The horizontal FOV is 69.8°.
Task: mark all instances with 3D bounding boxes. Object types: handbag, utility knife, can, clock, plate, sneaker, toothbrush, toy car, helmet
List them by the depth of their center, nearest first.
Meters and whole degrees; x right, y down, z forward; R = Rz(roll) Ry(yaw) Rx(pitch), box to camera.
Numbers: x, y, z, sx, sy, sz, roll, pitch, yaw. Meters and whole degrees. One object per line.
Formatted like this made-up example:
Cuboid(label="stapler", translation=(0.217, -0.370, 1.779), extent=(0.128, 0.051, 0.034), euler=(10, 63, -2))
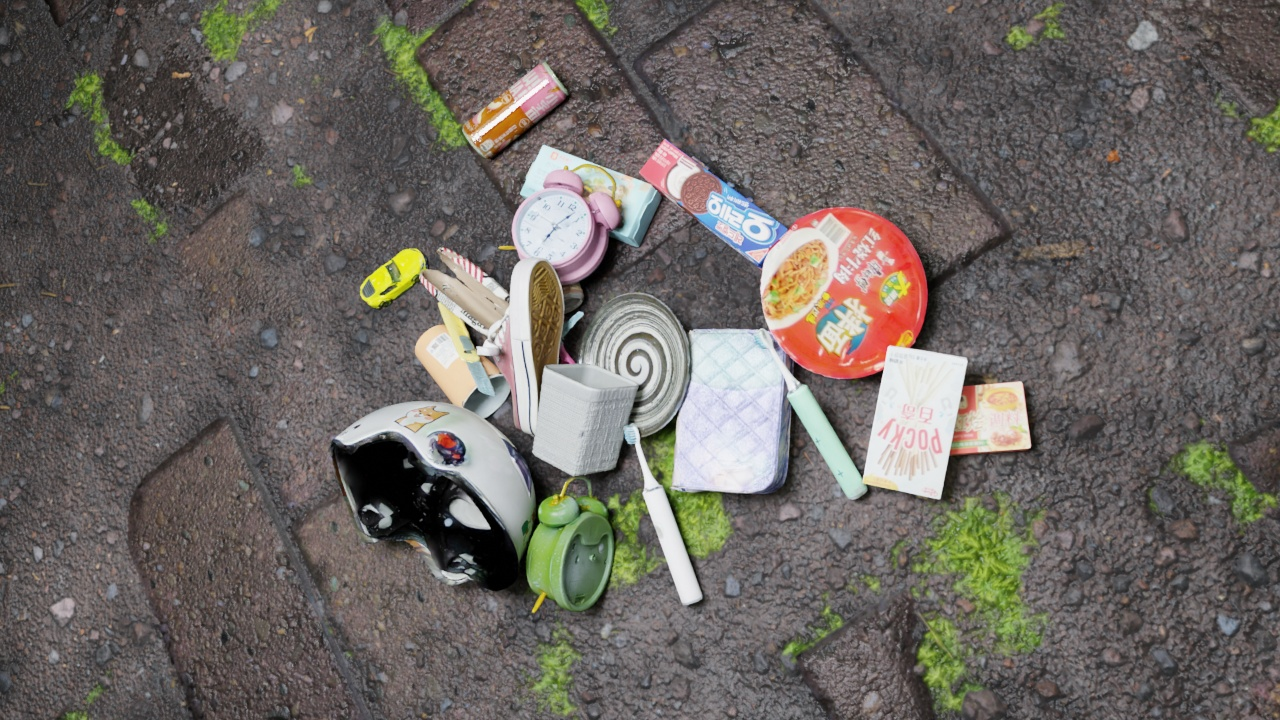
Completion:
Cuboid(label="toothbrush", translation=(0.190, 0.060, 1.025), extent=(0.026, 0.027, 0.224), euler=(-38, 101, -35))
Cuboid(label="handbag", translation=(0.108, 0.062, 1.077), extent=(0.134, 0.075, 0.193), euler=(2, 79, 22))
Cuboid(label="clock", translation=(-0.081, 0.217, 1.085), extent=(0.056, 0.116, 0.161), euler=(6, 84, 28))
Cuboid(label="toothbrush", translation=(0.024, 0.180, 1.087), extent=(0.027, 0.026, 0.221), euler=(-27, 80, 46))
Cuboid(label="helmet", translation=(-0.231, 0.144, 1.113), extent=(0.274, 0.230, 0.156), euler=(17, 44, 18))
Cuboid(label="sneaker", translation=(-0.148, -0.016, 1.116), extent=(0.088, 0.118, 0.241), euler=(15, 124, 20))
Cuboid(label="plate", translation=(-0.007, 0.007, 1.127), extent=(0.180, 0.024, 0.179), euler=(-1, 88, 39))
Cuboid(label="clock", translation=(-0.091, -0.172, 1.134), extent=(0.117, 0.060, 0.158), euler=(36, 86, 17))
Cuboid(label="utility knife", translation=(-0.224, -0.020, 1.175), extent=(0.220, 0.031, 0.022), euler=(60, 144, 41))
Cuboid(label="can", translation=(-0.117, -0.120, 1.190), extent=(0.058, 0.058, 0.116), euler=(-24, 73, 11))
Cuboid(label="can", translation=(-0.171, -0.340, 1.250), extent=(0.147, 0.058, 0.058), euler=(-36, 71, 8))
Cuboid(label="toy car", translation=(-0.344, -0.117, 1.275), extent=(0.105, 0.032, 0.048), euler=(-35, 71, 6))

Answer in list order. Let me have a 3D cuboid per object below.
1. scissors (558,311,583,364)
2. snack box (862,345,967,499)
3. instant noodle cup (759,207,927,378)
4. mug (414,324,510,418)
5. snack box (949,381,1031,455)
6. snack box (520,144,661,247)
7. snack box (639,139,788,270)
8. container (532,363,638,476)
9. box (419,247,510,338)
Cuboid(label="scissors", translation=(-0.104, -0.021, 1.162), extent=(0.134, 0.017, 0.130), euler=(-38, 85, 43))
Cuboid(label="snack box", translation=(0.299, 0.067, 1.003), extent=(0.085, 0.026, 0.157), euler=(10, 96, 15))
Cuboid(label="instant noodle cup", translation=(0.224, -0.075, 1.047), extent=(0.193, 0.066, 0.194), euler=(0, 89, -8))
Cuboid(label="mug", translation=(-0.236, 0.012, 1.196), extent=(0.123, 0.078, 0.078), euler=(42, 93, 24))
Cuboid(label="snack box", translation=(0.350, 0.068, 1.025), extent=(0.153, 0.025, 0.075), euler=(-6, 78, 16))
Cuboid(label="snack box", translation=(-0.065, -0.215, 1.196), extent=(0.175, 0.051, 0.074), euler=(24, 88, 20))
Cuboid(label="snack box", translation=(0.095, -0.192, 1.139), extent=(0.207, 0.057, 0.058), euler=(40, 96, 20))
Cuboid(label="container", translation=(-0.070, 0.071, 1.105), extent=(0.090, 0.090, 0.114), euler=(23, 106, 37))
Cuboid(label="box", translation=(-0.226, -0.076, 1.213), extent=(0.163, 0.075, 0.083), euler=(36, 78, 18))
